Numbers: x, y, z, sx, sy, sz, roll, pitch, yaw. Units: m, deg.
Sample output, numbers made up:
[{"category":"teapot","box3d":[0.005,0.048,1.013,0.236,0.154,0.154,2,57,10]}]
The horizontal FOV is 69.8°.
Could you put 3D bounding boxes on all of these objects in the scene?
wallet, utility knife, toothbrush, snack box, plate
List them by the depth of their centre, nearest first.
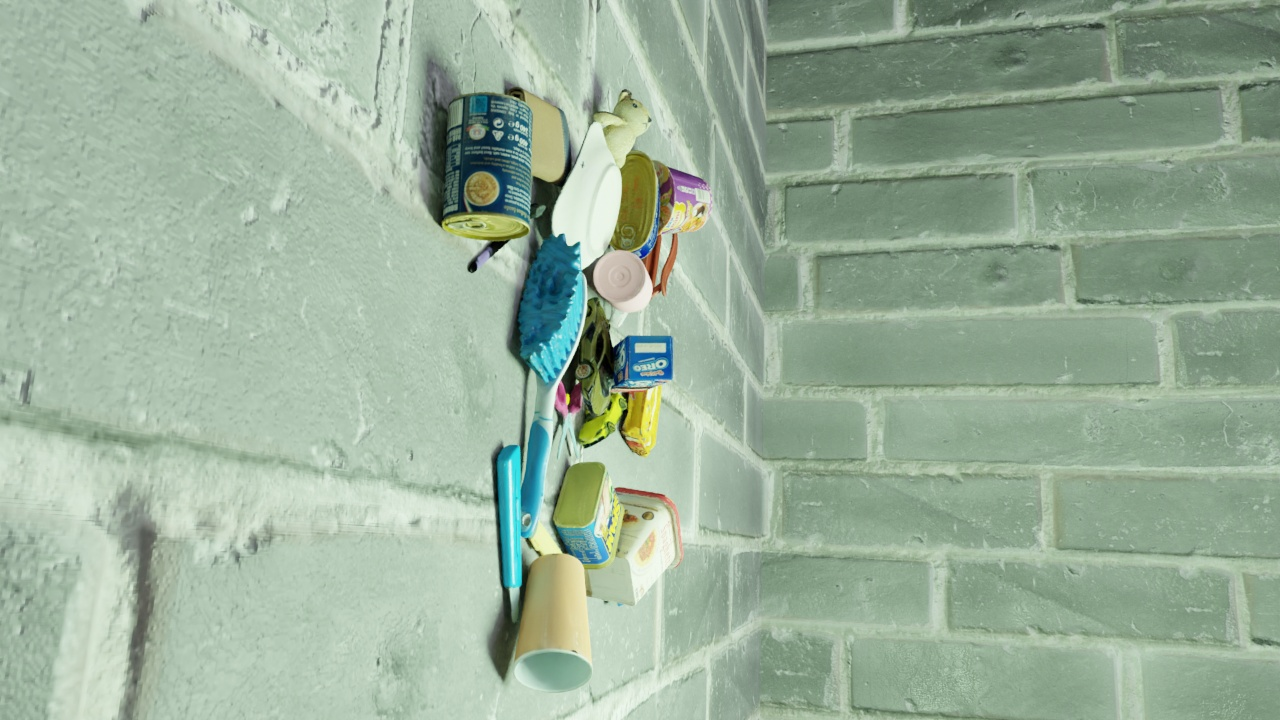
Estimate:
[{"category":"utility knife","box3d":[-0.128,0.176,0.911,0.034,0.018,0.182,-26,116,-75]},{"category":"toothbrush","box3d":[-0.131,-0.125,0.920,0.188,0.017,0.014,-63,149,-59]},{"category":"wallet","box3d":[-0.108,-0.237,0.985,0.115,0.033,0.090,-13,100,-74]},{"category":"utility knife","box3d":[-0.095,0.225,1.033,0.183,0.019,0.030,63,33,-48]},{"category":"plate","box3d":[-0.056,-0.178,1.086,0.164,0.034,0.163,82,25,-62]},{"category":"snack box","box3d":[-0.007,0.007,1.163,0.208,0.058,0.057,148,-57,-78]}]

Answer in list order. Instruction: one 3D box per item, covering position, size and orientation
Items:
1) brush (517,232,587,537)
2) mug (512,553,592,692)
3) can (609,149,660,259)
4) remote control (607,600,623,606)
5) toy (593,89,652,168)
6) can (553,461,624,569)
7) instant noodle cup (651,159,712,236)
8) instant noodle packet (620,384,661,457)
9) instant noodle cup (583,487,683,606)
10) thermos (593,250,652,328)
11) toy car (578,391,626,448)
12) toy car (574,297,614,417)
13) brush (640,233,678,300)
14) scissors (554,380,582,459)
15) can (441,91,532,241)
[{"category":"brush","box3d":[-0.101,0.021,0.966,0.109,0.060,0.313,73,24,-58]},{"category":"mug","box3d":[-0.088,0.263,0.934,0.122,0.078,0.078,-93,172,-49]},{"category":"can","box3d":[-0.011,-0.215,1.278,0.049,0.075,0.148,47,45,-74]},{"category":"remote control","box3d":[-0.023,0.317,1.301,0.125,0.024,0.049,27,63,-73]},{"category":"toy","box3d":[-0.034,-0.280,1.211,0.157,0.066,0.105,-68,152,-19]},{"category":"can","box3d":[-0.061,0.183,1.094,0.101,0.057,0.083,-77,158,-44]},{"category":"instant noodle cup","box3d":[0.045,-0.235,1.358,0.099,0.112,0.111,-3,92,-44]},{"category":"instant noodle packet","box3d":[0.003,0.069,1.377,0.111,0.044,0.128,71,25,-67]},{"category":"instant noodle cup","box3d":[-0.018,0.240,1.172,0.123,0.117,0.116,-49,137,-52]},{"category":"thermos","box3d":[-0.023,-0.090,1.206,0.087,0.067,0.198,-64,177,-1]},{"category":"toy car","box3d":[-0.051,0.073,1.166,0.032,0.048,0.105,54,27,-17]},{"category":"toy car","box3d":[-0.056,-0.004,1.127,0.070,0.042,0.158,65,20,-58]},{"category":"brush","box3d":[0.018,-0.153,1.396,0.063,0.069,0.145,67,26,-53]},{"category":"scissors","box3d":[-0.086,0.064,1.083,0.133,0.017,0.133,-78,161,-52]},{"category":"can","box3d":[-0.132,-0.168,0.796,0.075,0.075,0.111,30,59,-73]}]
